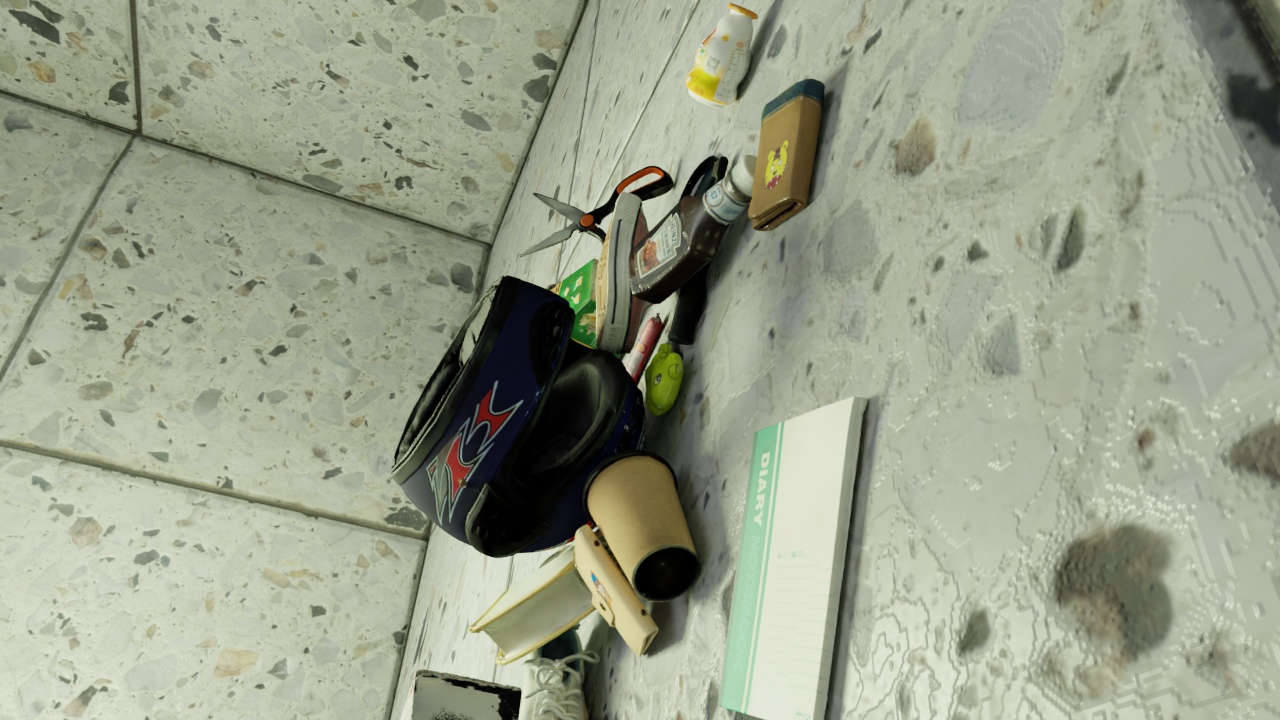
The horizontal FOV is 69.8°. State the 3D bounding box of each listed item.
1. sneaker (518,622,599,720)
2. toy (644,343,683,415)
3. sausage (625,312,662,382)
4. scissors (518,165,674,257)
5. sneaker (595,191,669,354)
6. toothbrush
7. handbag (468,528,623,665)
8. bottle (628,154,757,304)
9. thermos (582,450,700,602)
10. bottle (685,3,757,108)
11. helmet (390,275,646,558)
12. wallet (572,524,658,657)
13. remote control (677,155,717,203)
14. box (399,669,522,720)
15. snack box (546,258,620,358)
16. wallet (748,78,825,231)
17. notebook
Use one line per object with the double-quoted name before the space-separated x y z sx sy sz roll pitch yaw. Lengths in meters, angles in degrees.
"sneaker" -0.081 0.347 0.927 0.242 0.089 0.091 -107 40 -74
"toy" 0.024 0.023 0.977 0.100 0.031 0.097 -86 15 -49
"sausage" -0.007 0.007 1.119 0.020 0.020 0.156 -98 29 -57
"scissors" -0.048 -0.179 1.211 0.221 0.234 0.022 51 173 28
"sneaker" -0.002 -0.101 1.084 0.119 0.088 0.240 112 164 -48
"toothbrush" 0.065 -0.121 0.985 0.027 0.026 0.212 -10 64 65
"handbag" -0.086 0.243 1.002 0.164 0.063 0.178 -35 3 20
"bottle" 0.057 -0.135 0.933 0.195 0.044 0.079 -40 43 43
"thermos" 0.004 0.147 0.828 0.093 0.093 0.143 -68 25 20
"bottle" 0.095 -0.345 1.038 0.063 0.063 0.109 -101 31 -59
"helmet" -0.110 0.073 0.980 0.317 0.240 0.246 -47 23 44
"wallet" -0.027 0.216 0.845 0.115 0.024 0.087 51 156 23
"remote control" 0.056 -0.178 1.079 0.053 0.024 0.137 -110 38 -66
"box" -0.169 0.453 0.945 0.259 0.179 0.110 -117 45 -71
"snack box" -0.057 -0.067 1.228 0.106 0.118 0.117 -43 32 39
"wallet" 0.129 -0.181 0.817 0.090 0.033 0.115 157 124 -69
"notebook" 0.100 0.137 0.630 0.151 0.012 0.208 144 139 -67
